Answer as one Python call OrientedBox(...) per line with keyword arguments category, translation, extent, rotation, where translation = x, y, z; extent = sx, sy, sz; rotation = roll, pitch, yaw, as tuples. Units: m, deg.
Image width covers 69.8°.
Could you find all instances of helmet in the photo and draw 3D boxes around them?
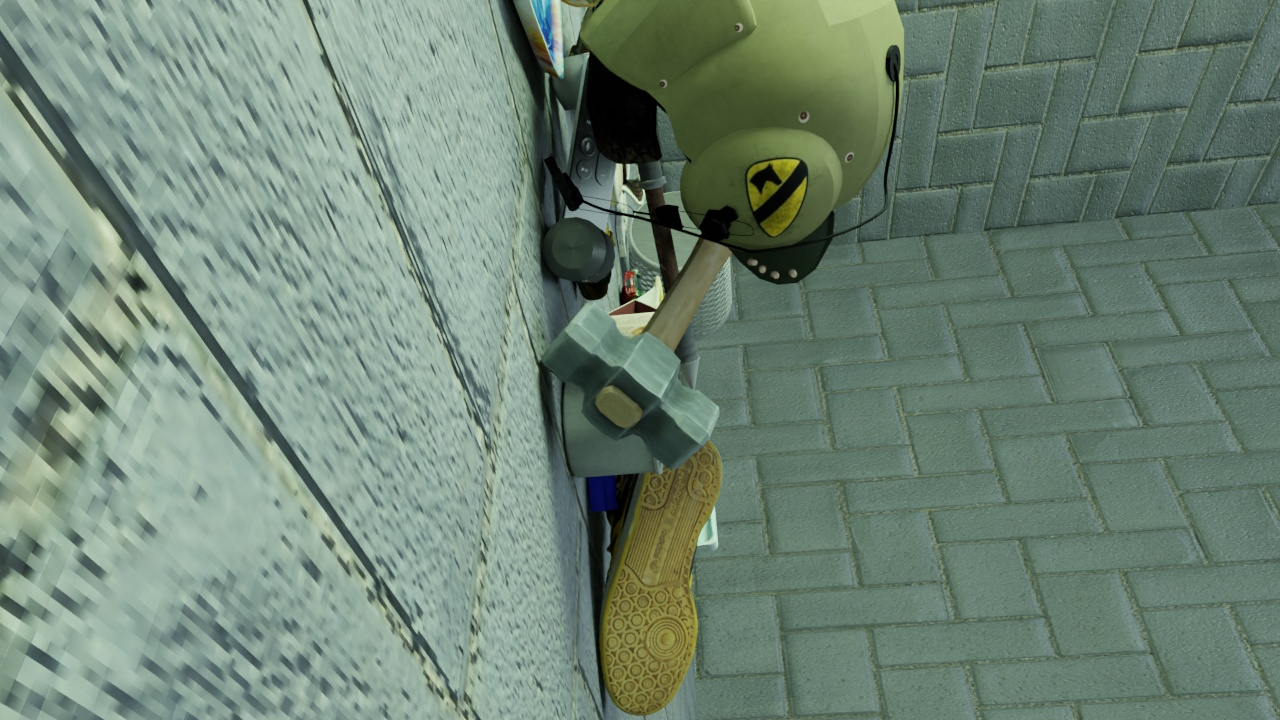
OrientedBox(category="helmet", translation=(0.061, -0.200, 0.677), extent=(0.249, 0.256, 0.233), rotation=(-91, 178, -55))

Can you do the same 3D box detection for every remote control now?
OrientedBox(category="remote control", translation=(-0.026, -0.206, 1.325), extent=(0.135, 0.011, 0.050), rotation=(-90, 174, -50))
OrientedBox(category="remote control", translation=(-0.037, -0.171, 0.744), extent=(0.045, 0.008, 0.146), rotation=(9, 90, -41))

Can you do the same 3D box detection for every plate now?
OrientedBox(category="plate", translation=(-0.081, -0.311, 0.648), extent=(0.187, 0.016, 0.186), rotation=(62, 23, -79))

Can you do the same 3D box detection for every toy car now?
OrientedBox(category="toy car", translation=(-0.008, -0.088, 1.257), extent=(0.091, 0.036, 0.042), rotation=(78, 8, -64))

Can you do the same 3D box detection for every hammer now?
OrientedBox(category="hammer", translation=(0.018, -0.123, 0.832), extent=(0.043, 0.155, 0.322), rotation=(8, -64, 49))
OrientedBox(category="hammer", translation=(0.033, -0.048, 0.720), extent=(0.051, 0.117, 0.321), rotation=(-46, -173, 35))

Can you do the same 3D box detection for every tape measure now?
OrientedBox(category="tape measure", translation=(-0.041, -0.096, 0.801), extent=(0.066, 0.037, 0.064), rotation=(78, 9, -58))

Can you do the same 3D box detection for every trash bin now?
OrientedBox(category="trash bin", translation=(0.058, -0.139, 1.358), extent=(0.183, 0.156, 0.156), rotation=(82, 5, -60))

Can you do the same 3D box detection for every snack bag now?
OrientedBox(category="snack bag", translation=(-0.006, 0.006, 0.953), extent=(0.206, 0.070, 0.094), rotation=(-82, 167, -73))

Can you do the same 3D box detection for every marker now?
OrientedBox(category="marker", translation=(-0.037, 0.061, 0.784), extent=(0.027, 0.023, 0.133), rotation=(5, 80, -70))

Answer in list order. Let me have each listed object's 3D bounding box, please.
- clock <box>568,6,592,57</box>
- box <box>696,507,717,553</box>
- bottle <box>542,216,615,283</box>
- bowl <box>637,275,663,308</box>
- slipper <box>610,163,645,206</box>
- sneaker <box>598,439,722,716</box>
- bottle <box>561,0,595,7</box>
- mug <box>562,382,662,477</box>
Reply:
OrientedBox(category="clock", translation=(-0.026, -0.302, 0.872), extent=(0.157, 0.073, 0.121), rotation=(39, 70, -84))
OrientedBox(category="box", translation=(0.025, 0.115, 1.023), extent=(0.122, 0.078, 0.197), rotation=(30, 41, -33))
OrientedBox(category="bottle", translation=(-0.044, -0.080, 0.687), extent=(0.112, 0.047, 0.047), rotation=(-33, 118, -85))
OrientedBox(category="bowl", translation=(0.005, 0.000, 1.184), extent=(0.188, 0.060, 0.219), rotation=(68, 18, -78))
OrientedBox(category="slipper", translation=(-0.021, -0.252, 1.169), extent=(0.262, 0.052, 0.115), rotation=(-82, 165, -70))
OrientedBox(category="sneaker", translation=(0.005, 0.178, 0.814), extent=(0.122, 0.086, 0.238), rotation=(173, -69, -75))
OrientedBox(category="bottle", translation=(-0.051, -0.355, 0.804), extent=(0.109, 0.063, 0.063), rotation=(-92, 175, -49))
OrientedBox(category="mug", translation=(-0.019, 0.036, 0.714), extent=(0.084, 0.070, 0.113), rotation=(79, 7, -55))
